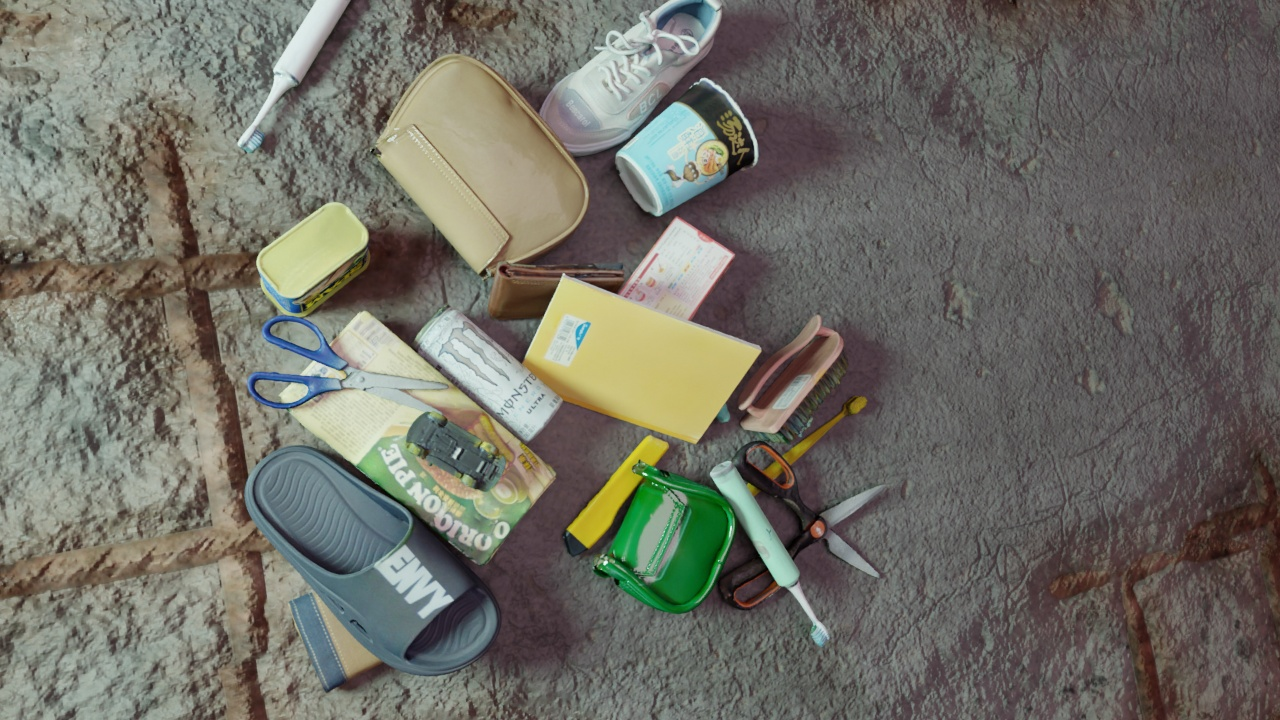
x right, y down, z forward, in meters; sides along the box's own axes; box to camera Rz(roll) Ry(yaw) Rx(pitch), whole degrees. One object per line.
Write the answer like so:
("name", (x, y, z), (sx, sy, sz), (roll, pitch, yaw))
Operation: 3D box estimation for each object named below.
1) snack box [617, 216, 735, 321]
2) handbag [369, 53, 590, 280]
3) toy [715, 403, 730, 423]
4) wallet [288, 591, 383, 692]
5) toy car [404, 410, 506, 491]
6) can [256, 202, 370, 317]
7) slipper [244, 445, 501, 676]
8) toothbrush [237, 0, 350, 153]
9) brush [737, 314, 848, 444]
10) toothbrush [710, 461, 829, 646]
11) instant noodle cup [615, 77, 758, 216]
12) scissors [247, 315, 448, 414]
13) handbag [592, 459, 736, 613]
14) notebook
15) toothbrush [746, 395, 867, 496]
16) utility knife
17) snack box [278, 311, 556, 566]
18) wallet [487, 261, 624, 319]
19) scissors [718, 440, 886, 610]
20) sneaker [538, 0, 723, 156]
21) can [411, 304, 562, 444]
("snack box", (0.025, -0.069, 0.957), (0.077, 0.027, 0.155), (34, 74, 6))
("handbag", (-0.152, -0.184, 0.893), (0.147, 0.100, 0.204), (-41, 96, -10))
("toy", (0.056, 0.025, 0.963), (0.091, 0.030, 0.096), (-17, 80, -16))
("wallet", (-0.252, 0.237, 0.842), (0.115, 0.033, 0.090), (-23, 93, -20))
("toy car", (-0.165, 0.082, 0.816), (0.091, 0.036, 0.043), (34, 75, -12))
("can", (-0.297, -0.092, 0.839), (0.102, 0.083, 0.057), (-43, 97, -18))
("slipper", (-0.240, 0.171, 0.801), (0.268, 0.083, 0.110), (40, 66, 5))
("toothbrush", (-0.327, -0.295, 0.884), (0.026, 0.027, 0.220), (34, 73, -34))
("brush", (0.167, 0.019, 0.982), (0.073, 0.063, 0.145), (48, 72, -18))
("toothbrush", (0.137, 0.200, 0.941), (0.027, 0.027, 0.224), (-40, 103, -37))
("instant noodle cup", (0.043, -0.213, 0.956), (0.120, 0.111, 0.111), (-38, 95, -10))
("scissors", (-0.257, 0.006, 0.812), (0.170, 0.012, 0.140), (-17, 88, -18))
("handbag", (0.023, 0.176, 0.909), (0.120, 0.068, 0.131), (29, 77, -22))
("notebook", (-0.005, 0.005, 0.902), (0.206, 0.146, 0.010), (19, 39, -14))
("toothbrush", (0.178, 0.096, 1.001), (0.189, 0.017, 0.015), (-36, 95, -18))
("utility knife", (-0.025, 0.136, 0.933), (0.033, 0.015, 0.153), (46, 72, -14))
("snack box", (-0.206, 0.074, 0.859), (0.240, 0.063, 0.114), (41, 74, -9))
("wallet", (-0.084, -0.071, 0.893), (0.124, 0.101, 0.032), (-3, 75, -18))
("scissors", (0.169, 0.180, 0.979), (0.220, 0.022, 0.234), (-45, 105, -14))
("sneaker", (-0.003, -0.302, 0.954), (0.241, 0.091, 0.089), (-43, 96, -17))
("can", (-0.146, 0.014, 0.882), (0.146, 0.058, 0.058), (41, 73, -5))
